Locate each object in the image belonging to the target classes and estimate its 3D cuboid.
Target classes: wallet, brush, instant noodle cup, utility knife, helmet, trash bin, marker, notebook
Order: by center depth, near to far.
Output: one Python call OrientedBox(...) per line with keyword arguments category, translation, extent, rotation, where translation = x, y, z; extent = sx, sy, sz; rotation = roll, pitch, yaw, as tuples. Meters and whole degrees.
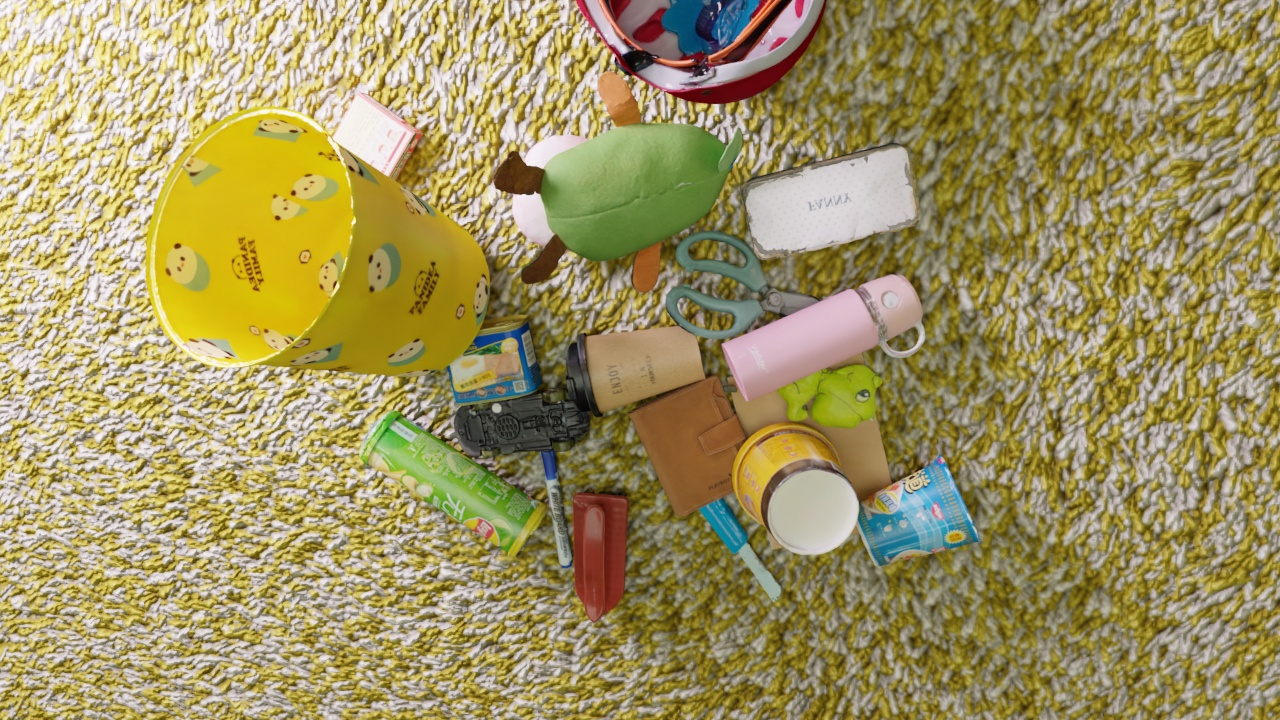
OrientedBox(category="helmet", translation=(0.060, -0.343, 0.864), extent=(0.240, 0.143, 0.207), rotation=(33, 96, 15))
OrientedBox(category="trash bin", translation=(-0.290, -0.090, 0.893), extent=(0.230, 0.255, 0.229), rotation=(-3, 81, 22))
OrientedBox(category="instant noodle cup", translation=(0.163, 0.135, 0.948), extent=(0.118, 0.114, 0.118), rotation=(-1, 102, -5))
OrientedBox(category="instant noodle cup", translation=(0.285, 0.165, 0.964), extent=(0.110, 0.099, 0.099), rotation=(-25, 98, 14))
OrientedBox(category="wallet", translation=(0.067, 0.090, 1.007), extent=(0.119, 0.035, 0.130), rotation=(-25, 98, 3))
OrientedBox(category="notebook", translation=(0.192, 0.100, 1.011), extent=(0.148, 0.008, 0.208), rotation=(-14, 101, 12))
OrientedBox(category="utility knife", translation=(0.095, 0.185, 1.040), extent=(0.034, 0.018, 0.218), rotation=(-34, 94, 13))
OrientedBox(category="brush", translation=(-0.047, 0.223, 1.046), extent=(0.063, 0.069, 0.146), rotation=(4, 103, 9))
OrientedBox(category="marker", translation=(-0.097, 0.173, 1.070), extent=(0.017, 0.016, 0.146), rotation=(-6, 102, 10))

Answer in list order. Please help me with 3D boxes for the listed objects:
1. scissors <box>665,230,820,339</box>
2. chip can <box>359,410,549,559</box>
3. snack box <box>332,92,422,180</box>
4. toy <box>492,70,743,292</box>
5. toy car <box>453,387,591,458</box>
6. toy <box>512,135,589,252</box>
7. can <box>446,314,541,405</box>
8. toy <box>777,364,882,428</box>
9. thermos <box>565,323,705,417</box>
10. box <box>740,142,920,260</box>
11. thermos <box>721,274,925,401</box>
OrientedBox(category="scissors", translation=(0.109, -0.057, 0.963), extent=(0.180, 0.019, 0.143), rotation=(25, 77, -6))
OrientedBox(category="chip can", translation=(-0.216, 0.140, 1.053), extent=(0.221, 0.072, 0.073), rotation=(33, 106, 1))
OrientedBox(category="snack box", translation=(-0.313, -0.207, 1.013), extent=(0.077, 0.027, 0.156), rotation=(36, 106, 0))
OrientedBox(category="toy", translation=(-0.018, -0.166, 0.901), extent=(0.246, 0.090, 0.227), rotation=(-18, 124, -13))
OrientedBox(category="toy car", translation=(-0.135, 0.069, 1.039), extent=(0.158, 0.042, 0.070), rotation=(-6, 102, 10))
OrientedBox(category="toy", translation=(-0.053, -0.169, 0.966), extent=(0.159, 0.054, 0.121), rotation=(11, 104, -6))
OrientedBox(category="can", translation=(-0.166, 0.000, 1.022), extent=(0.102, 0.057, 0.083), rotation=(-8, 104, 11))
OrientedBox(category="toy", translation=(0.201, 0.037, 0.973), extent=(0.100, 0.031, 0.097), rotation=(40, 102, 4))
OrientedBox(category="thermos", translation=(-0.006, 0.006, 0.983), extent=(0.143, 0.093, 0.093), rotation=(-12, 101, 4))
OrientedBox(category="box", translation=(0.197, -0.162, 0.925), extent=(0.184, 0.061, 0.090), rotation=(-10, 101, 9))
OrientedBox(category="thermos", translation=(0.190, -0.017, 0.935), extent=(0.198, 0.067, 0.087), rotation=(-22, 79, 0))
